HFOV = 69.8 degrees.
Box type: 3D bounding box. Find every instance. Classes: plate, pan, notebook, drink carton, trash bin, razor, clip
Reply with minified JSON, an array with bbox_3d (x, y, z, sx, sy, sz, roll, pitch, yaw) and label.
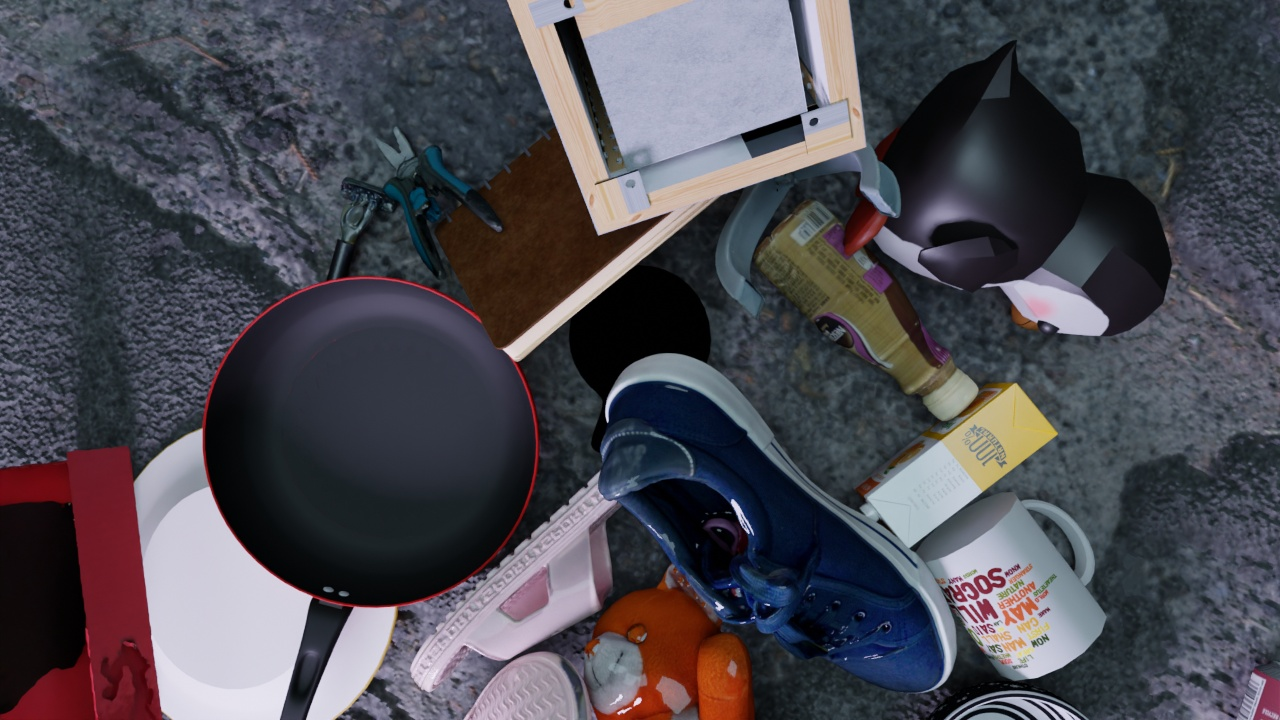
[{"bbox_3d":[-0.280,0.155,0.642,0.230,0.021,0.229,0,87,10],"label":"plate"},{"bbox_3d":[-0.189,0.122,0.591,0.209,0.067,0.356,16,94,-2],"label":"pan"},{"bbox_3d":[-0.024,-0.117,0.584,0.225,0.024,0.167,-39,43,3],"label":"notebook"},{"bbox_3d":[0.197,0.068,0.592,0.122,0.058,0.040,-39,86,3],"label":"drink carton"},{"bbox_3d":[0.008,-0.215,0.506,0.142,0.142,0.246,-18,43,4],"label":"trash bin"},{"bbox_3d":[-0.214,-0.057,0.650,0.043,0.022,0.144,18,91,6],"label":"razor"},{"bbox_3d":[0.113,-0.115,0.548,0.159,0.030,0.173,-24,43,36],"label":"clip"}]

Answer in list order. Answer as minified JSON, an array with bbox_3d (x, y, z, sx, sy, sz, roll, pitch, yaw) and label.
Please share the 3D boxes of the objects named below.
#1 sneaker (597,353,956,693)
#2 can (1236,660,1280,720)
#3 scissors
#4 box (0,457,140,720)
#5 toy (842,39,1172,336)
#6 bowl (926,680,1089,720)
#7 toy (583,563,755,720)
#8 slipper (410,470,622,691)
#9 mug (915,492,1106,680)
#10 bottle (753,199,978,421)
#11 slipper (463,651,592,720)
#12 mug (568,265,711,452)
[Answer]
[{"bbox_3d":[0.084,0.131,0.524,0.121,0.127,0.294,-29,118,37],"label":"sneaker"},{"bbox_3d":[0.401,0.250,0.567,0.063,0.063,0.114,18,90,5],"label":"can"},{"bbox_3d":[-0.143,-0.110,0.615,0.123,0.019,0.148,-6,64,21],"label":"scissors"},{"bbox_3d":[-0.429,0.172,0.520,0.121,0.318,0.211,-7,87,5],"label":"box"},{"bbox_3d":[0.241,-0.090,0.552,0.184,0.158,0.140,31,135,-6],"label":"toy"},{"bbox_3d":[0.230,0.259,0.581,0.120,0.066,0.120,0,89,5],"label":"bowl"},{"bbox_3d":[0.014,0.216,0.553,0.164,0.092,0.172,-45,45,29],"label":"toy"},{"bbox_3d":[-0.043,0.133,0.597,0.239,0.094,0.064,-45,81,-3],"label":"slipper"},{"bbox_3d":[0.243,0.134,0.585,0.105,0.074,0.089,-35,86,-22],"label":"mug"},{"bbox_3d":[0.150,-0.029,0.598,0.059,0.059,0.166,-45,86,3],"label":"bottle"},{"bbox_3d":[-0.087,0.275,0.576,0.055,0.106,0.222,14,124,-32],"label":"slipper"},{"bbox_3d":[-0.004,0.003,0.593,0.085,0.094,0.121,21,91,5],"label":"mug"}]
